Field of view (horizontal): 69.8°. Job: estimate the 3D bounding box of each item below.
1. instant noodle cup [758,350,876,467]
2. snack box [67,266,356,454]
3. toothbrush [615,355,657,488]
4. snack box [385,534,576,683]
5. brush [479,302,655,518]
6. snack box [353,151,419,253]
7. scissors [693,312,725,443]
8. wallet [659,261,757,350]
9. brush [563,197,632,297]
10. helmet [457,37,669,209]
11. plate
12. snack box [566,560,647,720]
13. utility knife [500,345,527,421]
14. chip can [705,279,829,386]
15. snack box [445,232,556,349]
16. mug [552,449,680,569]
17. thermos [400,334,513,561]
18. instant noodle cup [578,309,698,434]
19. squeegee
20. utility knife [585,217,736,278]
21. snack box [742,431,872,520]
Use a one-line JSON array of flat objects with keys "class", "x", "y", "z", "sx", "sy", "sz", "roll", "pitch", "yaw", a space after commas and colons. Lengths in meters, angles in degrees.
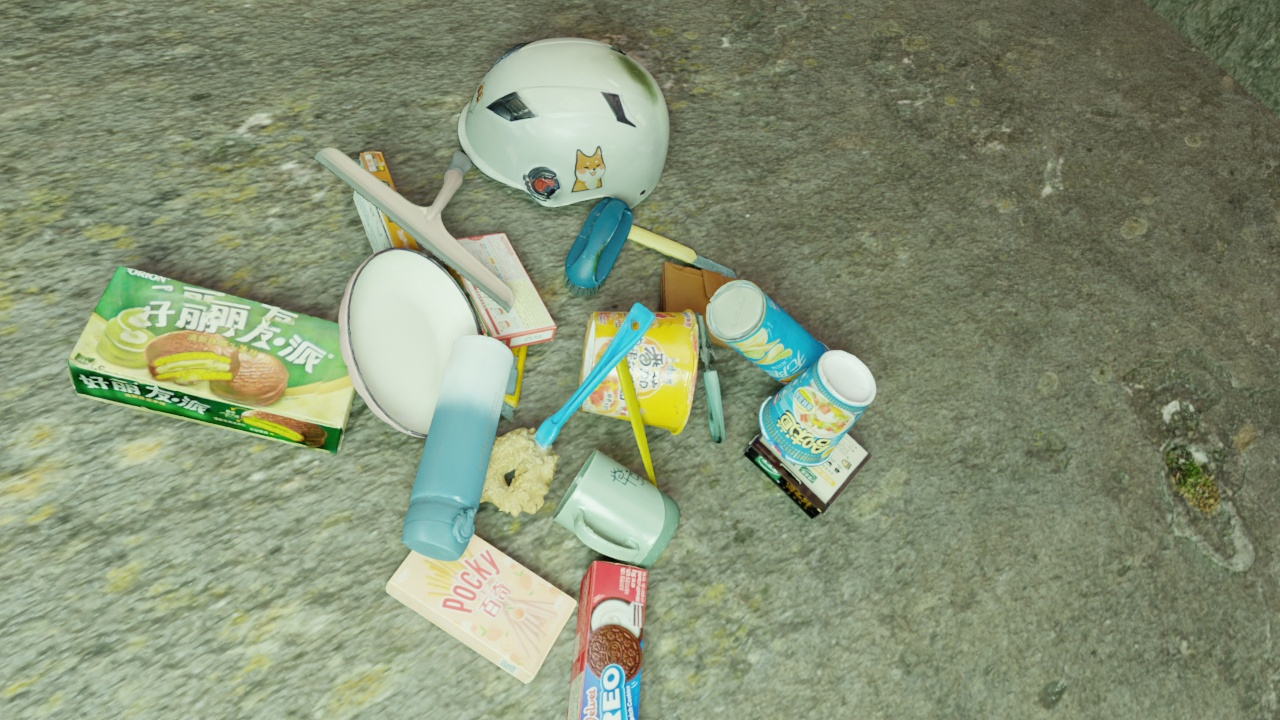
[{"class": "instant noodle cup", "x": 0.198, "y": 0.048, "z": 0.999, "sx": 0.099, "sy": 0.110, "sz": 0.099, "roll": 15, "pitch": 50, "yaw": -18}, {"class": "snack box", "x": -0.388, "y": 0.002, "z": 0.866, "sx": 0.240, "sy": 0.063, "sz": 0.114, "roll": 16, "pitch": 52, "yaw": -13}, {"class": "toothbrush", "x": -0.003, "y": 0.078, "z": 0.942, "sx": 0.015, "sy": 0.017, "sz": 0.190, "roll": -28, "pitch": 110, "yaw": -43}, {"class": "snack box", "x": -0.145, "y": 0.218, "z": 0.848, "sx": 0.157, "sy": 0.026, "sz": 0.084, "roll": 33, "pitch": 51, "yaw": 0}, {"class": "brush", "x": -0.073, "y": 0.049, "z": 0.899, "sx": 0.083, "sy": 0.046, "sz": 0.254, "roll": 39, "pitch": 91, "yaw": 19}, {"class": "snack box", "x": -0.280, "y": -0.148, "z": 1.009, "sx": 0.026, "sy": 0.075, "sz": 0.153, "roll": -12, "pitch": 63, "yaw": -29}, {"class": "scissors", "x": 0.072, "y": -0.001, "z": 1.032, "sx": 0.019, "sy": 0.170, "sz": 0.180, "roll": -11, "pitch": 38, "yaw": 1}, {"class": "wallet", "x": 0.088, "y": -0.066, "z": 1.145, "sx": 0.131, "sy": 0.031, "sz": 0.107, "roll": 13, "pitch": 55, "yaw": -17}, {"class": "brush", "x": -0.048, "y": -0.145, "z": 1.107, "sx": 0.055, "sy": 0.074, "sz": 0.143, "roll": 25, "pitch": 57, "yaw": -1}, {"class": "helmet", "x": -0.082, "y": -0.319, "z": 1.162, "sx": 0.273, "sy": 0.157, "sz": 0.229, "roll": 10, "pitch": 54, "yaw": -18}, {"class": "plate", "x": -0.231, "y": -0.015, "z": 0.912, "sx": 0.192, "sy": 0.039, "sz": 0.192, "roll": 35, "pitch": 48, "yaw": -51}, {"class": "snack box", "x": -0.033, "y": 0.290, "z": 0.829, "sx": 0.057, "sy": 0.058, "sz": 0.207, "roll": 13, "pitch": 53, "yaw": -11}, {"class": "utility knife", "x": -0.137, "y": -0.006, "z": 1.012, "sx": 0.033, "sy": 0.015, "sz": 0.170, "roll": 12, "pitch": 53, "yaw": -12}, {"class": "chip can", "x": 0.152, "y": -0.022, "z": 1.042, "sx": 0.210, "sy": 0.071, "sz": 0.071, "roll": 31, "pitch": 37, "yaw": -54}, {"class": "snack box", "x": -0.161, "y": -0.079, "z": 1.031, "sx": 0.076, "sy": 0.027, "sz": 0.155, "roll": -13, "pitch": 55, "yaw": -28}, {"class": "mug", "x": -0.023, "y": 0.156, "z": 0.898, "sx": 0.106, "sy": 0.082, "sz": 0.111, "roll": 34, "pitch": 22, "yaw": -3}, {"class": "thermos", "x": -0.170, "y": 0.080, "z": 0.866, "sx": 0.070, "sy": 0.070, "sz": 0.220, "roll": 16, "pitch": 55, "yaw": -13}, {"class": "instant noodle cup", "x": -0.006, "y": 0.006, "z": 0.992, "sx": 0.109, "sy": 0.138, "sz": 0.137, "roll": 7, "pitch": 55, "yaw": -10}, {"class": "squeegee", "x": -0.218, "y": -0.198, "z": 1.039, "sx": 0.247, "sy": 0.040, "sz": 0.249, "roll": 39, "pitch": 24, "yaw": -20}, {"class": "utility knife", "x": 0.031, "y": -0.148, "z": 1.182, "sx": 0.212, "sy": 0.022, "sz": 0.030, "roll": 19, "pitch": 53, "yaw": -2}, {"class": "snack box", "x": 0.188, "y": 0.111, "z": 1.050, "sx": 0.113, "sy": 0.053, "sz": 0.125, "roll": 44, "pitch": 53, "yaw": 10}]
